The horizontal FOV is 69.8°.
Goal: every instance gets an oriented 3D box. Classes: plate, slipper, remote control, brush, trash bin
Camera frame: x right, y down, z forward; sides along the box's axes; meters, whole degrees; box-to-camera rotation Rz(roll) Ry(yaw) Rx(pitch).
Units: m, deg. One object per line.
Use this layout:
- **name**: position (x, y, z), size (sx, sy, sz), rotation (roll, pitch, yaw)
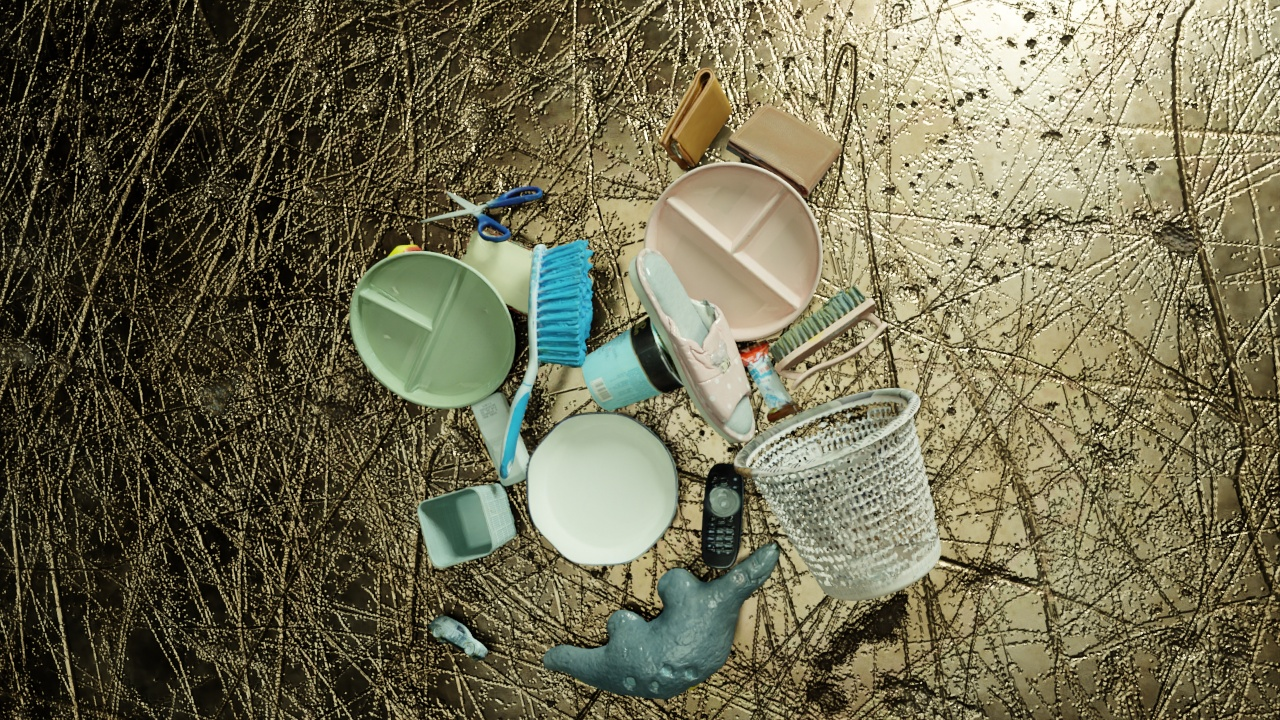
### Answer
- **plate**: position (-0.049, 0.168, 1.218), size (0.205, 0.045, 0.205), rotation (0, 88, 13)
- **slipper**: position (0.076, -0.022, 1.142), size (0.055, 0.113, 0.274), rotation (-27, 96, 34)
- **remote control**: position (-0.190, 0.109, 1.260), size (0.049, 0.024, 0.125), rotation (-24, 83, 13)
- **remote control**: position (0.106, 0.201, 1.185), size (0.053, 0.024, 0.136), rotation (1, 73, 17)
- **brush**: position (0.231, -0.026, 1.145), size (0.146, 0.063, 0.073), rotation (-36, 78, 7)
- **plate**: position (-0.277, -0.041, 1.229), size (0.230, 0.027, 0.230), rotation (4, 118, 8)
- **trash bin**: position (0.249, 0.163, 1.080), size (0.228, 0.227, 0.192), rotation (-22, 97, 11)
- **plate**: position (0.116, -0.136, 1.157), size (0.230, 0.028, 0.230), rotation (7, 113, 17)
- **brush**: position (-0.123, 0.002, 1.176), size (0.109, 0.060, 0.314), rotation (4, 95, 12)

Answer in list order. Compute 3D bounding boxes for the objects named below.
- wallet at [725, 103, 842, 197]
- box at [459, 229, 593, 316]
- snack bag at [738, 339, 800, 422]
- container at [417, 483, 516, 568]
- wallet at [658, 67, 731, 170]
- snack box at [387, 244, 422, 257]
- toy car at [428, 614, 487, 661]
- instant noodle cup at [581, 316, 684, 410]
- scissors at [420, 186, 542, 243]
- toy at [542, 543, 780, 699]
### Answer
- **wallet**: position (0.180, -0.265, 1.152), size (0.124, 0.032, 0.101), rotation (34, 55, 12)
- **box**: position (-0.158, -0.111, 1.229), size (0.168, 0.076, 0.091), rotation (24, 95, 11)
- **snack bag**: position (0.164, 0.027, 1.182), size (0.048, 0.026, 0.104), rotation (-25, 84, 19)
- **container**: position (-0.225, 0.216, 1.221), size (0.090, 0.111, 0.090), rotation (-18, 85, 11)
- **wallet**: position (0.071, -0.298, 1.154), size (0.031, 0.131, 0.108), rotation (34, 97, 15)
- **snack box**: position (-0.320, -0.105, 1.268), size (0.080, 0.082, 0.091), rotation (41, 98, -4)
- **toy car**: position (-0.249, 0.382, 1.261), size (0.090, 0.043, 0.034), rotation (25, 61, 16)
- **instant noodle cup**: position (-0.007, 0.007, 1.187), size (0.121, 0.111, 0.111), rotation (-26, 84, 20)
- **scissors**: position (-0.210, -0.203, 1.241), size (0.162, 0.012, 0.176), rotation (-27, 43, -16)
- **toy**: position (0.038, 0.355, 1.180), size (0.357, 0.091, 0.137), rotation (-32, 55, 9)
